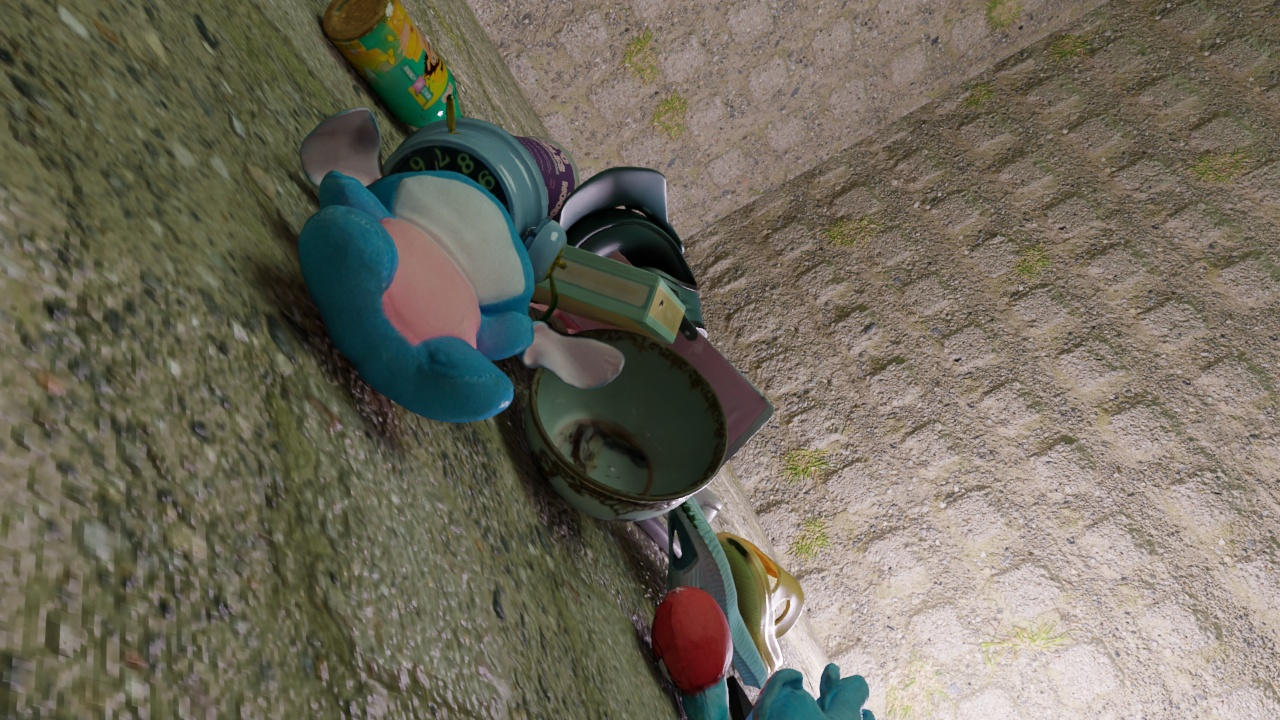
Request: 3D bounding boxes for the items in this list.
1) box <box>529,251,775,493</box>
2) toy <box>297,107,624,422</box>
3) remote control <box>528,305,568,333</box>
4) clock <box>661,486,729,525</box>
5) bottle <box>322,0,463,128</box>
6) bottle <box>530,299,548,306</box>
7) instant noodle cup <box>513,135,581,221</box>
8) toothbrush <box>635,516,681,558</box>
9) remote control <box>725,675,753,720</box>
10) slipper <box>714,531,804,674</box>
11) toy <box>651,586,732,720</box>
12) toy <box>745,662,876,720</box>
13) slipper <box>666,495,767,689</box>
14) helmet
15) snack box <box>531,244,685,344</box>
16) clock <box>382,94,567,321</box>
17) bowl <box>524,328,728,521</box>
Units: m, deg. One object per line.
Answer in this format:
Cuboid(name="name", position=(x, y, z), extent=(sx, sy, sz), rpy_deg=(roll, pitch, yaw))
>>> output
Cuboid(name="box", position=(-0.003, 0.003, 0.834), extent=(0.232, 0.116, 0.106), rpy_deg=(47, 18, 22))
Cuboid(name="toy", position=(-0.107, -0.037, 0.511), extent=(0.224, 0.099, 0.191), rpy_deg=(45, 16, -18))
Cuboid(name="remote control", position=(-0.103, -0.028, 0.757), extent=(0.133, 0.022, 0.050), rpy_deg=(24, 34, -52))
Cuboid(name="clock", position=(0.020, 0.135, 1.001), extent=(0.159, 0.061, 0.120), rpy_deg=(38, -8, 23))
Cuboid(name="bottle", position=(-0.209, -0.257, 0.865), extent=(0.068, 0.068, 0.210), rpy_deg=(64, 6, 29))
Cuboid(name="bottle", position=(-0.110, -0.059, 0.983), extent=(0.123, 0.033, 0.033), rpy_deg=(60, 5, -8))
Cuboid(name="instant noodle cup", position=(-0.143, -0.199, 1.045), extent=(0.121, 0.122, 0.137), rpy_deg=(-10, 80, -74))
Cuboid(name="toothbrush", position=(0.011, 0.175, 0.978), extent=(0.019, 0.018, 0.188), rpy_deg=(63, 5, 38))
Cuboid(name="remote control", position=(0.109, 0.373, 0.903), extent=(0.058, 0.013, 0.133), rpy_deg=(60, 5, -16))
Cuboid(name="slipper", position=(0.131, 0.262, 1.027), extent=(0.099, 0.078, 0.264), rpy_deg=(36, -27, 37))
Cuboid(name="toy", position=(0.046, 0.246, 0.742), extent=(0.092, 0.062, 0.133), rpy_deg=(-6, 85, -69))
Cuboid(name="toy", position=(0.144, 0.339, 0.809), extent=(0.180, 0.115, 0.183), rpy_deg=(-22, 102, -50))
Cuboid(name="slipper", position=(0.061, 0.232, 0.907), extent=(0.116, 0.069, 0.276), rpy_deg=(-113, -179, -58))
Cuboid(name="helmet", position=(-0.023, -0.093, 1.040), extent=(0.275, 0.176, 0.200), rpy_deg=(116, -47, -74))
Cuboid(name="snack box", position=(-0.067, -0.067, 0.759), extent=(0.194, 0.044, 0.141), rpy_deg=(20, -3, 12))
Cuboid(name="clock", position=(-0.116, -0.091, 0.632), extent=(0.162, 0.118, 0.060), rpy_deg=(54, 18, -11))
Cuboid(name="bowl", position=(-0.022, 0.064, 0.718), extent=(0.159, 0.159, 0.094), rpy_deg=(64, -35, 32))
